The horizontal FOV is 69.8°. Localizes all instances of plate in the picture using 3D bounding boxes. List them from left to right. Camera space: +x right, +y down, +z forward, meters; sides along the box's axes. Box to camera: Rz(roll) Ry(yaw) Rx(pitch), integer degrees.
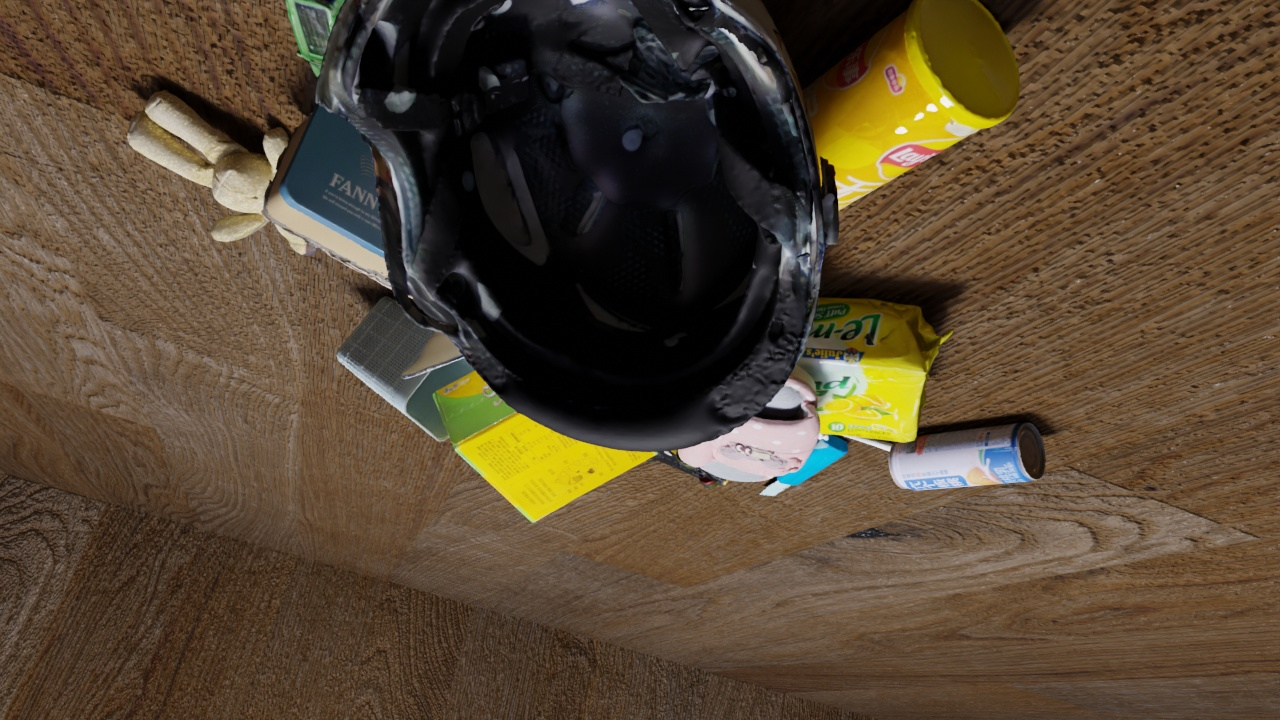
[{"bbox_3d":[-0.103,-0.031,0.737,0.164,0.034,0.163,-14,-173,10],"label":"plate"}]

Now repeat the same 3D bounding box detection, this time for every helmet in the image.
[{"bbox_3d":[-0.015,-0.104,0.468,0.230,0.156,0.274,-10,123,25],"label":"helmet"}]

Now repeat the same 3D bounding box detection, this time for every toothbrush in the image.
[{"bbox_3d":[0.255,0.093,0.941,0.180,0.016,0.016,17,157,-6],"label":"toothbrush"}]

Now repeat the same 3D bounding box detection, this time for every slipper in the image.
[{"bbox_3d":[0.084,0.065,0.764,0.114,0.054,0.275,11,158,4],"label":"slipper"}]

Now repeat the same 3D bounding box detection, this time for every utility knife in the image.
[{"bbox_3d":[0.179,0.127,1.048,0.034,0.018,0.219,15,154,-7],"label":"utility knife"}]

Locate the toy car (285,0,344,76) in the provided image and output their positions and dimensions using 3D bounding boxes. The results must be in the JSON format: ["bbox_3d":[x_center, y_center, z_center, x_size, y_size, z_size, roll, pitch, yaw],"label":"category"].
[{"bbox_3d":[-0.183,-0.194,0.544,0.043,0.036,0.091,12,159,1],"label":"toy car"}]

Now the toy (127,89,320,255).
[{"bbox_3d":[-0.303,-0.142,0.694,0.157,0.066,0.105,32,108,-27],"label":"toy"}]

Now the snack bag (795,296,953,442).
[{"bbox_3d":[0.121,0.003,0.756,0.247,0.068,0.158,5,157,16],"label":"snack bag"}]

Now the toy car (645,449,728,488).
[{"bbox_3d":[0.034,0.098,1.027,0.156,0.041,0.071,17,160,36],"label":"toy car"}]

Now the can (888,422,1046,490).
[{"bbox_3d":[0.307,0.093,0.871,0.053,0.053,0.135,32,150,-34],"label":"can"}]

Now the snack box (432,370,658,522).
[{"bbox_3d":[-0.086,0.065,0.904,0.157,0.070,0.210,-29,149,-1],"label":"snack box"}]

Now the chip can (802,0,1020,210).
[{"bbox_3d":[0.101,-0.118,0.515,0.072,0.072,0.214,25,154,-23],"label":"chip can"}]

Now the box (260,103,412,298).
[{"bbox_3d":[-0.181,-0.108,0.658,0.184,0.089,0.062,29,156,-37],"label":"box"}]

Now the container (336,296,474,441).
[{"bbox_3d":[-0.219,0.005,0.885,0.111,0.089,0.090,28,164,27],"label":"container"}]
